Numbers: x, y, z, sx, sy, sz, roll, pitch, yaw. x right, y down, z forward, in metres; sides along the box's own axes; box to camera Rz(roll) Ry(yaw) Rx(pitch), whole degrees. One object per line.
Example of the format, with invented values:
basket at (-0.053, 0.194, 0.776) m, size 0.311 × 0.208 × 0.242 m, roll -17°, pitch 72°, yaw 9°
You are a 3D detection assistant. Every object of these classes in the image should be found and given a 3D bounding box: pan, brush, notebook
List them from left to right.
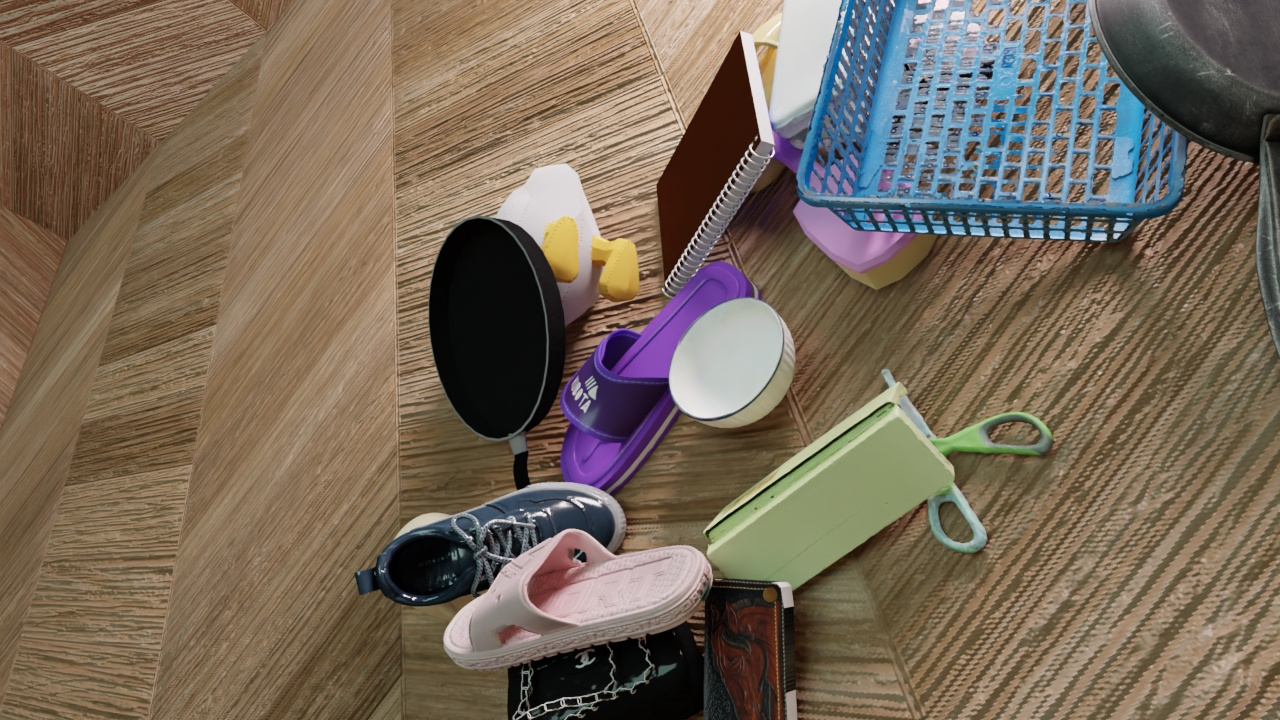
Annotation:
pan at (-0.132, 0.030, 0.919) m, size 0.226 × 0.034 × 0.356 m, roll -25°, pitch 77°, yaw 48°
notebook at (0.067, -0.189, 0.913) m, size 0.210 × 0.022 × 0.171 m, roll 123°, pitch 151°, yaw -47°
brush at (0.175, -0.152, 0.836) m, size 0.089 × 0.043 × 0.228 m, roll -44°, pitch 44°, yaw 10°
pan at (0.389, -0.134, 0.573) m, size 0.055 × 0.187 × 0.356 m, roll 120°, pitch 149°, yaw -63°

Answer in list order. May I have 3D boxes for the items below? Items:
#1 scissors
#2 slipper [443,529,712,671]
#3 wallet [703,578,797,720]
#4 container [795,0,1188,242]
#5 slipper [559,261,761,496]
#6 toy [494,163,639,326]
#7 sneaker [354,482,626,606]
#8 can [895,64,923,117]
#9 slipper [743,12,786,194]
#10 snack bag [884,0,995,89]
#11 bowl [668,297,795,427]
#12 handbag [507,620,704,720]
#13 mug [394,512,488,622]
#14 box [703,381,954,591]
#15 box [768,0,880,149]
scissors at (0.214, 0.072, 0.679) m, size 0.172 × 0.024 × 0.159 m, roll -7°, pitch 65°, yaw 45°
slipper at (-0.060, 0.174, 0.704) m, size 0.240 × 0.064 × 0.094 m, roll -19°, pitch 21°, yaw 29°
wallet at (0.078, 0.223, 0.669) m, size 0.072 × 0.019 × 0.123 m, roll -6°, pitch 79°, yaw 35°
container at (0.289, -0.249, 0.728) m, size 0.257 × 0.089 × 0.361 m, roll 7°, pitch 67°, yaw 25°
slipper at (-0.005, 0.005, 0.876) m, size 0.266 × 0.084 × 0.107 m, roll -49°, pitch 41°, yaw 5°
toy at (-0.120, -0.103, 1.022) m, size 0.268 × 0.140 × 0.246 m, roll -3°, pitch 73°, yaw 53°
sneaker at (-0.129, 0.165, 0.814) m, size 0.235 × 0.087 × 0.089 m, roll -16°, pitch 83°, yaw -2°
can at (0.239, -0.270, 0.872) m, size 0.032 × 0.032 × 0.095 m, roll -32°, pitch 46°, yaw 24°
slipper at (0.146, -0.294, 0.945) m, size 0.111 × 0.079 × 0.261 m, roll 20°, pitch 78°, yaw 45°
snack bag at (0.275, -0.310, 0.861) m, size 0.075 × 0.018 × 0.155 m, roll -12°, pitch 52°, yaw 8°
bowl at (0.089, 0.010, 0.801) m, size 0.118 × 0.062 × 0.117 m, roll -24°, pitch 49°, yaw 31°
handbag at (-0.040, 0.231, 0.720) m, size 0.154 × 0.115 × 0.125 m, roll -31°, pitch 41°, yaw 10°
mug at (-0.192, 0.209, 0.901) m, size 0.096 × 0.099 × 0.120 m, roll -45°, pitch 42°, yaw 10°
box at (0.143, 0.107, 0.697) m, size 0.188 × 0.091 × 0.083 m, roll -41°, pitch 79°, yaw 25°
box at (0.164, -0.298, 0.848) m, size 0.123 × 0.083 × 0.215 m, roll -4°, pitch 61°, yaw 15°
